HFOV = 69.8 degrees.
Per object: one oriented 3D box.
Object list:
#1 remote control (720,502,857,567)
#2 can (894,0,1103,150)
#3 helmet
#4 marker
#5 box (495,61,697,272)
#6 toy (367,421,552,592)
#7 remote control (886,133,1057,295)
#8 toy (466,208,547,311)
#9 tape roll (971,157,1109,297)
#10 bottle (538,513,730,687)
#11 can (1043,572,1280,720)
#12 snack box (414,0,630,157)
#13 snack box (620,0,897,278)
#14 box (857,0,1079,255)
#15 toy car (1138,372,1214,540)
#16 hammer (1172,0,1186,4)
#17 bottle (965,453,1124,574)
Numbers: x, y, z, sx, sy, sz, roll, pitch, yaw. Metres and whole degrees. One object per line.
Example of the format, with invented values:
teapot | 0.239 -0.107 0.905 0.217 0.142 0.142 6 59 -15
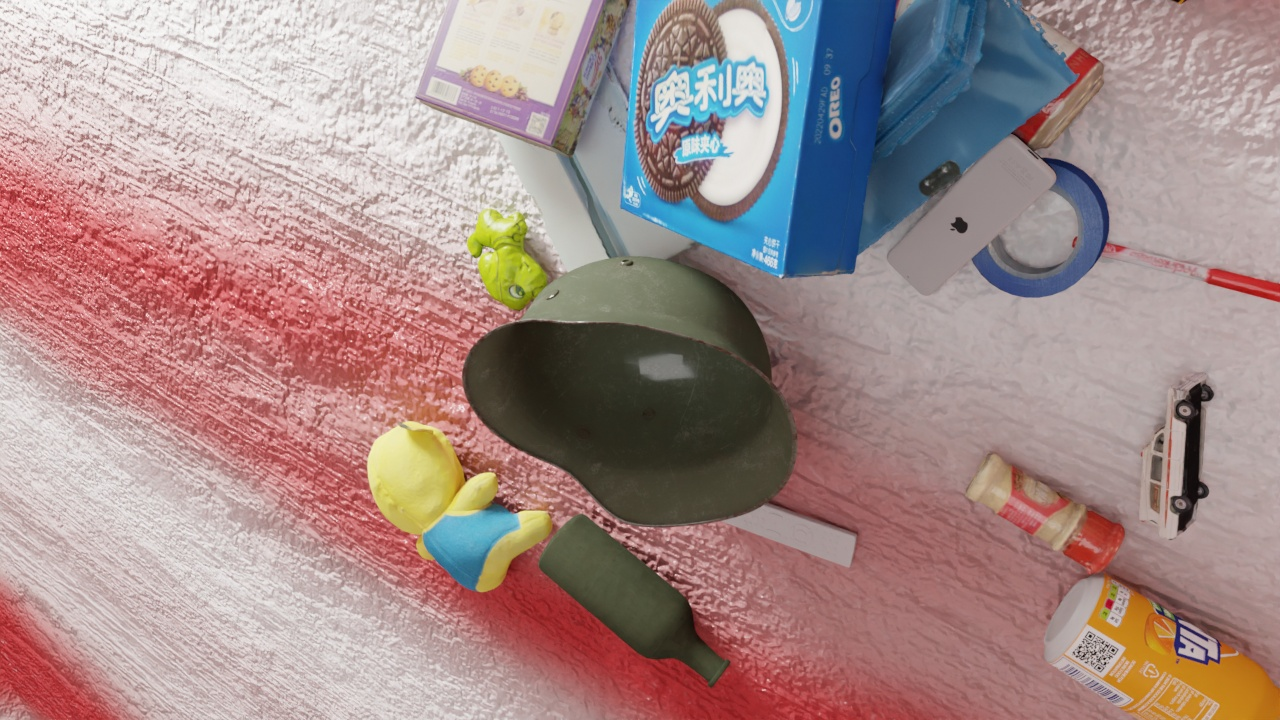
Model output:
remote control | 0.129 0.147 0.821 0.131 0.012 0.033 17 118 25
can | 0.214 -0.209 0.599 0.170 0.067 0.067 41 124 12
helmet | -0.004 0.004 0.749 0.268 0.153 0.227 2 134 11
marker | 0.360 -0.060 0.604 0.142 0.012 0.013 20 118 23
box | -0.047 -0.160 0.795 0.137 0.049 0.197 -25 95 34
toy | -0.214 0.155 0.988 0.214 0.083 0.149 44 123 6
remote control | 0.225 -0.097 0.638 0.045 0.008 0.147 46 148 8
toy | -0.126 -0.094 0.868 0.094 0.036 0.094 16 109 26
tape roll | 0.271 -0.091 0.631 0.091 0.016 0.093 55 134 7
bottle | -0.003 0.240 0.901 0.207 0.071 0.072 37 123 14
can | 0.374 0.222 0.663 0.142 0.078 0.079 31 121 17
snack box | -0.098 -0.260 0.753 0.143 0.040 0.148 25 98 21
snack box | 0.065 -0.176 0.605 0.239 0.056 0.196 -143 54 -58
box | 0.169 -0.140 0.609 0.102 0.094 0.232 26 151 -11
toy car | 0.367 0.065 0.634 0.039 0.039 0.113 13 116 50
hammer | 0.201 -0.305 0.575 0.321 0.036 0.123 30 151 14
bottle | 0.301 0.113 0.687 0.109 0.044 0.044 32 122 18
